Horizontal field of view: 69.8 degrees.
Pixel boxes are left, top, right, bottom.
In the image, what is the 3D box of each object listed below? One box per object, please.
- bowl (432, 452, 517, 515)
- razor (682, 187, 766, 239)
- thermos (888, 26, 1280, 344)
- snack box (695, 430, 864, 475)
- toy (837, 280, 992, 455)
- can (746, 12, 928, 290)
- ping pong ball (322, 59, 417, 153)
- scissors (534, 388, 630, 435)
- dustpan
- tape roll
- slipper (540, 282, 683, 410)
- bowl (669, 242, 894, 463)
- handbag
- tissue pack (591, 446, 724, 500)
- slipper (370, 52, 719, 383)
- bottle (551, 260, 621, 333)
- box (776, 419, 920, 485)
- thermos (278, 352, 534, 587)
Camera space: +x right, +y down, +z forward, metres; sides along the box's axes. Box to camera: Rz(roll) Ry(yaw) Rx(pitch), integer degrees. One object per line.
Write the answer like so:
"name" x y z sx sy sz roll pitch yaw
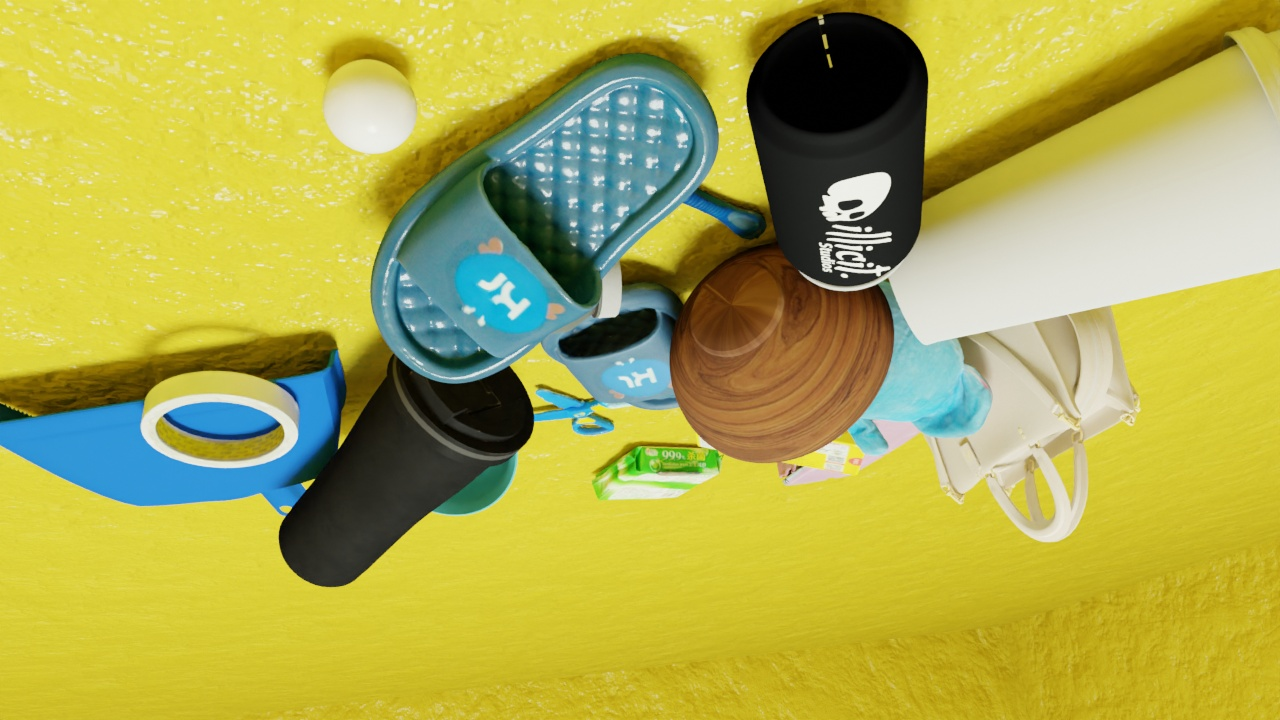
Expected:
"bowl" -0.146 0.057 0.717 0.121 0.121 0.046 -19 -166 19
"razor" 0.024 -0.094 0.522 0.140 0.018 0.044 14 124 -45
"thermos" 0.255 -0.081 0.509 0.222 0.131 0.131 -20 154 29
"snack box" 0.125 0.067 0.825 0.152 0.025 0.075 10 155 11
"toy" 0.152 0.004 0.673 0.183 0.114 0.181 34 144 -6
"can" 0.102 -0.099 0.466 0.080 0.080 0.146 -14 155 9
"ping pong ball" -0.119 -0.112 0.405 0.040 0.040 0.040 -8 155 -4
"scissors" -0.046 0.042 0.790 0.125 0.016 0.125 -25 152 23
"dustpan" -0.320 0.077 0.713 0.245 0.059 0.258 -9 145 -2
"tape roll" -0.274 0.040 0.602 0.094 0.019 0.094 -7 146 -5
"slipper" -0.004 0.004 0.674 0.104 0.059 0.213 -14 156 14
"bowl" 0.072 -0.018 0.559 0.148 0.147 0.069 -22 144 25
"handbag" 0.273 0.031 0.665 0.101 0.197 0.195 -4 155 -12
"tissue pack" 0.018 0.118 0.950 0.113 0.034 0.100 6 154 -31
"slipper" -0.054 -0.064 0.455 0.214 0.059 0.104 -40 115 21
"bottle" -0.069 -0.045 0.543 0.108 0.060 0.060 -4 154 -13
"box" 0.214 0.079 0.906 0.098 0.041 0.233 0 159 -13
"thermos" -0.175 0.077 0.655 0.105 0.105 0.219 16 130 -44
